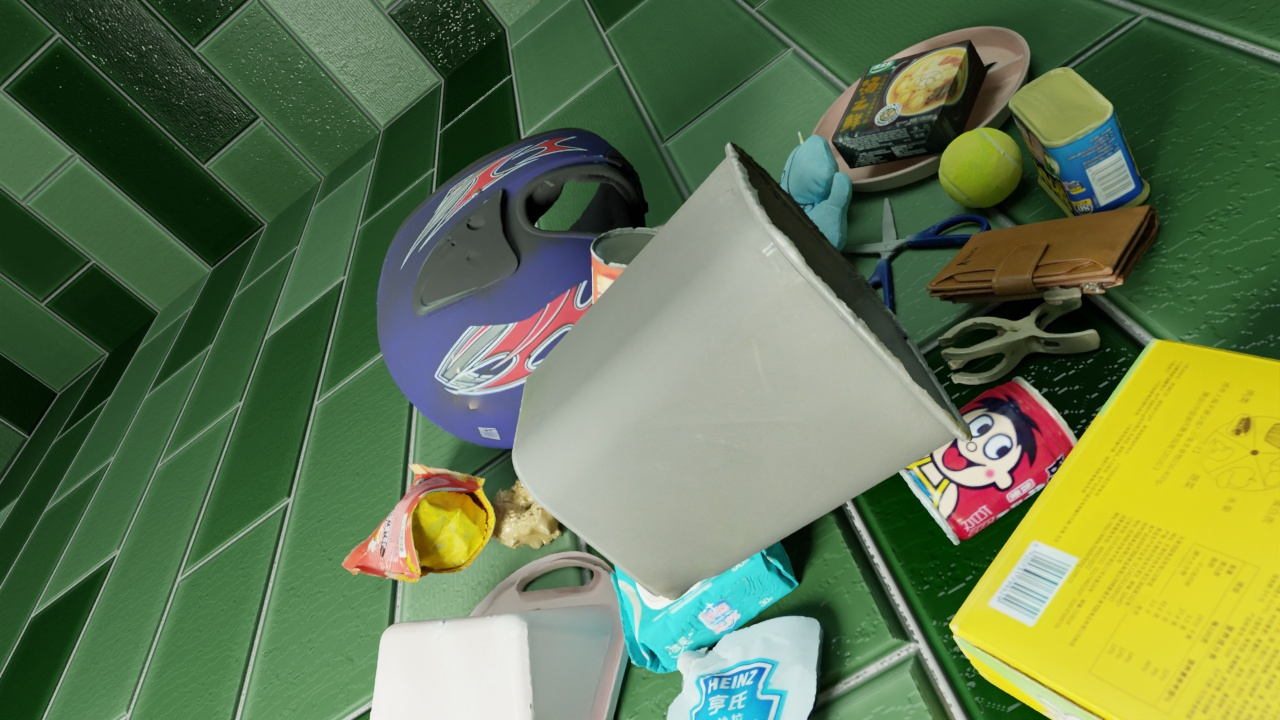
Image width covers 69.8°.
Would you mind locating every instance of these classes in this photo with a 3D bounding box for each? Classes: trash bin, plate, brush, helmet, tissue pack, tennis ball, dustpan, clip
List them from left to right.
[{"bbox_3d":[-0.164,0.167,0.893,0.255,0.046,0.083,-26,38,32],"label":"brush"},{"bbox_3d":[-0.098,0.281,0.702,0.223,0.138,0.273,-13,69,37],"label":"dustpan"},{"bbox_3d":[-0.096,-0.055,0.894,0.315,0.247,0.240,-39,58,-1],"label":"helmet"},{"bbox_3d":[0.040,0.154,0.662,0.133,0.050,0.093,-38,32,8],"label":"tissue pack"},{"bbox_3d":[0.051,0.015,0.593,0.220,0.199,0.198,-41,21,19],"label":"trash bin"},{"bbox_3d":[0.276,-0.250,0.920,0.230,0.028,0.229,-28,34,20],"label":"plate"},{"bbox_3d":[0.283,-0.160,0.764,0.066,0.065,0.065,-29,33,21],"label":"tennis ball"},{"bbox_3d":[0.262,-0.016,0.642,0.100,0.034,0.070,-20,36,24],"label":"clip"}]

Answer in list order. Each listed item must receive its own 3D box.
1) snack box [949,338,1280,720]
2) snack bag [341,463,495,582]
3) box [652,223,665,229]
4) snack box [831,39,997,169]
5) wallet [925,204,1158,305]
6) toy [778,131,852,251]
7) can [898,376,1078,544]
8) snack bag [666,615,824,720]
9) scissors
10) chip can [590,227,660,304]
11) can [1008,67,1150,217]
[{"bbox_3d":[0.280,0.098,0.443,0.209,0.070,0.158,-49,32,-12],"label":"snack box"},{"bbox_3d":[-0.218,0.156,0.883,0.208,0.073,0.128,-11,44,58],"label":"snack bag"},{"bbox_3d":[0.106,-0.059,0.770,0.148,0.146,0.181,-17,32,-4],"label":"box"},{"bbox_3d":[0.258,-0.245,0.866,0.113,0.053,0.125,0,56,48],"label":"snack box"},{"bbox_3d":[0.288,-0.074,0.662,0.132,0.031,0.107,-4,26,47],"label":"wallet"},{"bbox_3d":[0.163,-0.157,0.880,0.162,0.050,0.156,136,142,-71],"label":"toy"},{"bbox_3d":[0.213,0.061,0.567,0.094,0.066,0.066,-37,31,8],"label":"can"},{"bbox_3d":[0.057,0.244,0.546,0.111,0.039,0.190,-32,30,33],"label":"snack bag"},{"bbox_3d":[0.225,-0.096,0.801,0.163,0.012,0.175,-19,37,38],"label":"scissors"},{"bbox_3d":[-0.004,0.004,0.738,0.073,0.217,0.073,0,32,0],"label":"chip can"},{"bbox_3d":[0.330,-0.163,0.697,0.057,0.083,0.102,-30,33,18],"label":"can"}]
